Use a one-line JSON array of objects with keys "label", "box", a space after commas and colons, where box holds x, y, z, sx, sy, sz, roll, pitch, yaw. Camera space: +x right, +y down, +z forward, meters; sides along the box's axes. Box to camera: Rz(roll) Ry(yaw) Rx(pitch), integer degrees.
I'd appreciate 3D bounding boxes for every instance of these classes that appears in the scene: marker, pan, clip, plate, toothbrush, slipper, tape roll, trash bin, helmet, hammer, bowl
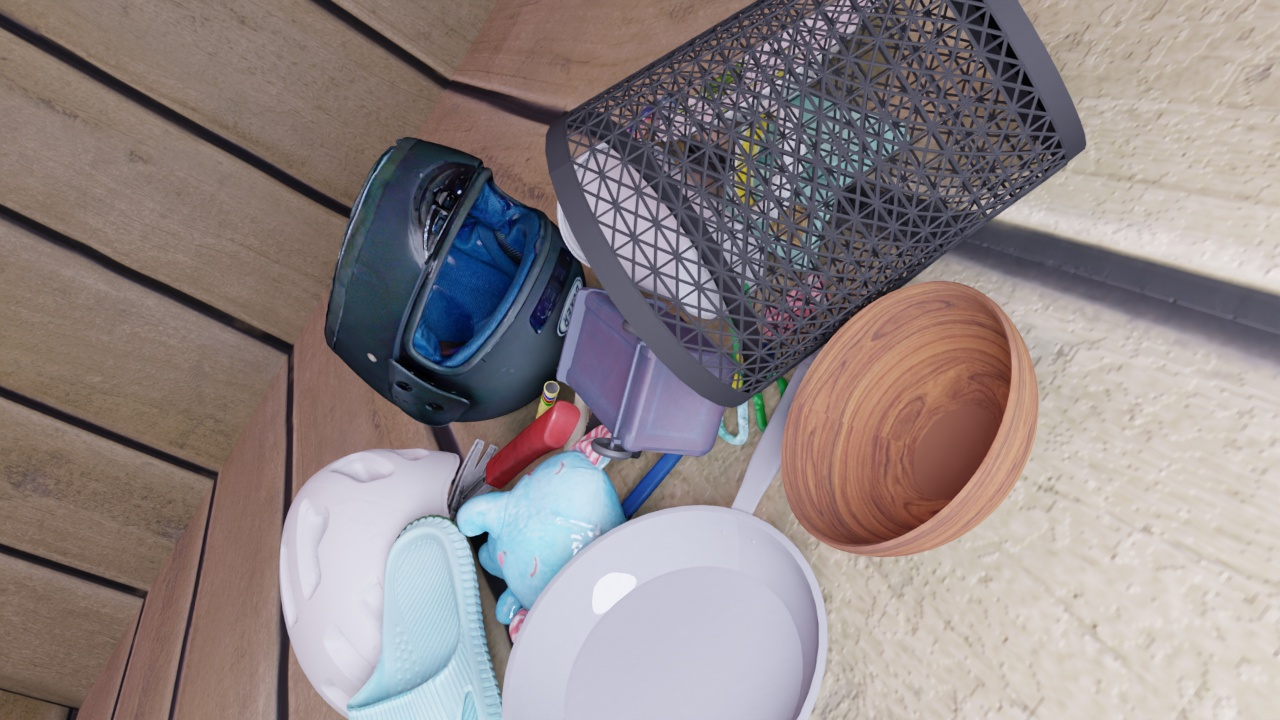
[{"label": "marker", "box": [-0.095, 0.060, 0.886, 0.133, 0.014, 0.014, 113, 170, -55]}, {"label": "pan", "box": [0.053, 0.116, 0.566, 0.201, 0.051, 0.355, 10, 53, 41]}, {"label": "clip", "box": [0.114, -0.044, 0.675, 0.060, 0.023, 0.044, -27, 37, 45]}, {"label": "plate", "box": [0.117, -0.251, 0.818, 0.230, 0.030, 0.229, -31, 19, 12]}, {"label": "toothbrush", "box": [0.040, 0.061, 0.706, 0.190, 0.016, 0.017, -51, 35, 19]}, {"label": "slipper", "box": [-0.170, 0.256, 0.725, 0.116, 0.069, 0.275, -19, 67, 19]}, {"label": "tape roll", "box": [0.099, -0.157, 0.726, 0.094, 0.019, 0.094, -174, 91, -71]}, {"label": "trash bin", "box": [0.106, -0.125, 0.552, 0.244, 0.217, 0.216, -32, 36, 21]}, {"label": "helmet", "box": [-0.171, -0.066, 0.933, 0.317, 0.236, 0.248, -51, 17, 60]}, {"label": "hammer", "box": [-0.131, 0.101, 0.888, 0.317, 0.036, 0.126, -40, 30, 54]}, {"label": "helmet", "box": [-0.250, 0.226, 0.897, 0.225, 0.183, 0.282, -46, 59, 51]}, {"label": "trash bin", "box": [-0.004, 0.004, 0.698, 0.161, 0.092, 0.094, -139, 60, -62]}, {"label": "bowl", "box": [0.149, 0.039, 0.476, 0.148, 0.069, 0.147, -42, 32, 34]}]

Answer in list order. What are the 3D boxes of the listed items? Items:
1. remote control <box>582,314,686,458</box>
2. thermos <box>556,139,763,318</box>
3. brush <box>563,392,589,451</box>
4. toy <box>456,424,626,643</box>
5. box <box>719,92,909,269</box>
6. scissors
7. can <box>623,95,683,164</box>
[{"label": "remote control", "box": [-0.006, 0.019, 0.804, 0.058, 0.013, 0.133, 5, 66, 35]}, {"label": "thermos", "box": [0.017, -0.115, 0.815, 0.131, 0.131, 0.222, -57, 34, 7]}, {"label": "brush", "box": [-0.056, 0.067, 0.835, 0.077, 0.062, 0.271, 135, 150, -62]}, {"label": "toy", "box": [-0.087, 0.133, 0.725, 0.181, 0.114, 0.183, -9, 59, 50]}, {"label": "box", "box": [0.123, -0.154, 0.746, 0.138, 0.057, 0.187, -51, 26, 6]}, {"label": "scissors", "box": [0.073, 0.001, 0.677, 0.071, 0.014, 0.130, -32, 54, 34]}, {"label": "can", "box": [0.012, -0.239, 1.011, 0.100, 0.054, 0.058, -32, 39, 44]}]
